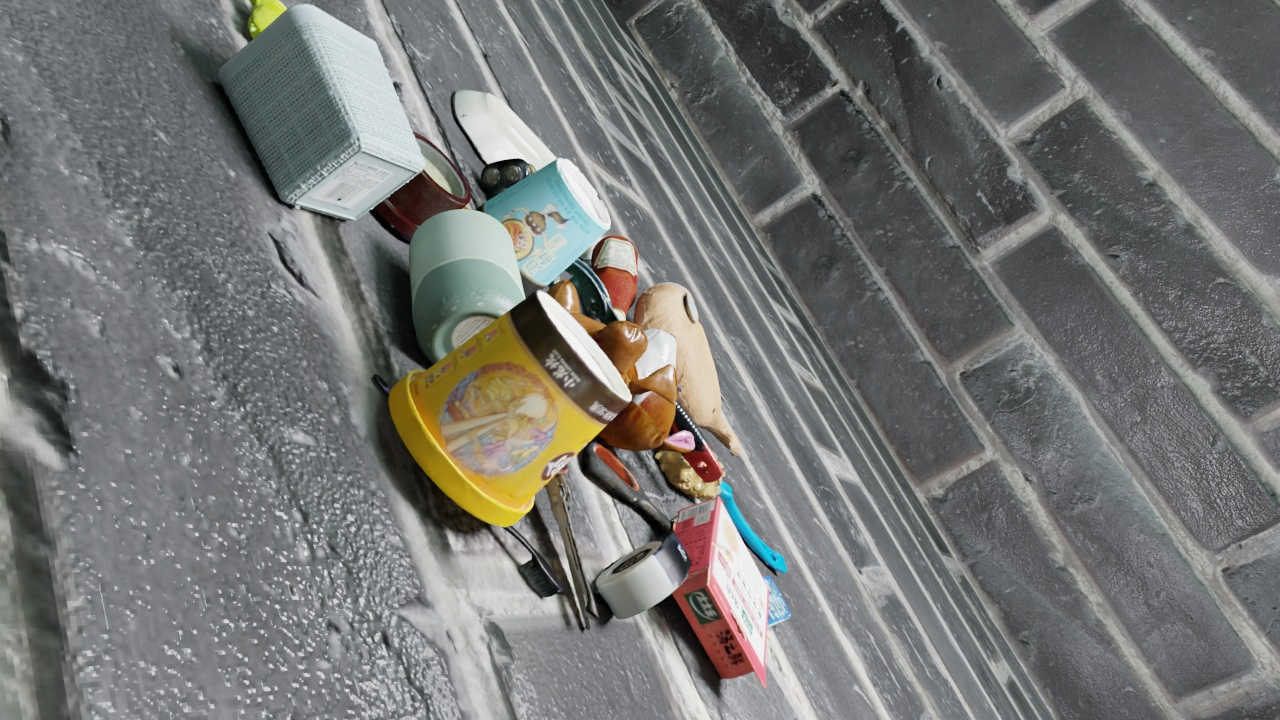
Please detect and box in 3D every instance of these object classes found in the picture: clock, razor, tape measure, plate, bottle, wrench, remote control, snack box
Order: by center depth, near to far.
[{"bbox_3d":[0.001,0.160,0.672,0.033,0.066,0.066,58,15,0],"label":"tape measure"},{"bbox_3d":[-0.192,-0.150,0.746,0.122,0.055,0.082,46,19,-24],"label":"clock"},{"bbox_3d":[0.067,0.199,0.779,0.113,0.044,0.126,62,19,-18],"label":"snack box"},{"bbox_3d":[-0.005,0.005,0.893,0.016,0.056,0.273,-33,85,-43],"label":"wrench"},{"bbox_3d":[0.116,0.244,0.913,0.049,0.024,0.124,62,16,20],"label":"remote control"},{"bbox_3d":[-0.112,-0.163,1.024,0.167,0.062,0.067,42,50,-54],"label":"razor"},{"bbox_3d":[-0.033,-0.072,1.049,0.060,0.060,0.205,47,25,-28],"label":"bottle"},{"bbox_3d":[-0.126,-0.232,1.131,0.265,0.034,0.161,44,20,-34],"label":"plate"}]

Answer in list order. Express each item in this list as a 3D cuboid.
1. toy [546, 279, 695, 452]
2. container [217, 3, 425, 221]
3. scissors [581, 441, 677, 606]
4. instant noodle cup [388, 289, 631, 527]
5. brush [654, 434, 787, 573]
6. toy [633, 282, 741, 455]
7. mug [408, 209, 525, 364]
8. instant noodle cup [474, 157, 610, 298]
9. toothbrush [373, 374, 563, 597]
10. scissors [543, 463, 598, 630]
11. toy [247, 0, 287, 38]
[{"bbox_3d":[-0.022,0.013,0.807,0.140,0.130,0.199,37,-12,38],"label":"toy"},{"bbox_3d":[-0.219,-0.168,0.647,0.111,0.090,0.090,62,18,13],"label":"container"},{"bbox_3d":[0.019,0.149,0.826,0.227,0.022,0.220,52,17,-9],"label":"scissors"},{"bbox_3d":[-0.078,0.026,0.589,0.118,0.114,0.118,49,6,-7],"label":"instant noodle cup"},{"bbox_3d":[0.095,0.159,1.004,0.254,0.046,0.083,51,18,-32],"label":"brush"},{"bbox_3d":[0.054,0.018,1.074,0.226,0.083,0.143,70,22,-5],"label":"toy"},{"bbox_3d":[-0.126,-0.038,0.691,0.112,0.082,0.106,81,-7,-46],"label":"mug"},{"bbox_3d":[-0.097,-0.122,0.845,0.111,0.121,0.111,49,17,-21],"label":"instant noodle cup"},{"bbox_3d":[-0.114,0.083,0.598,0.189,0.017,0.014,51,7,-6],"label":"toothbrush"},{"bbox_3d":[-0.059,0.077,0.658,0.015,0.199,0.205,-4,23,-26],"label":"scissors"},{"bbox_3d":[-0.277,-0.253,0.750,0.096,0.031,0.100,59,16,5],"label":"toy"}]
